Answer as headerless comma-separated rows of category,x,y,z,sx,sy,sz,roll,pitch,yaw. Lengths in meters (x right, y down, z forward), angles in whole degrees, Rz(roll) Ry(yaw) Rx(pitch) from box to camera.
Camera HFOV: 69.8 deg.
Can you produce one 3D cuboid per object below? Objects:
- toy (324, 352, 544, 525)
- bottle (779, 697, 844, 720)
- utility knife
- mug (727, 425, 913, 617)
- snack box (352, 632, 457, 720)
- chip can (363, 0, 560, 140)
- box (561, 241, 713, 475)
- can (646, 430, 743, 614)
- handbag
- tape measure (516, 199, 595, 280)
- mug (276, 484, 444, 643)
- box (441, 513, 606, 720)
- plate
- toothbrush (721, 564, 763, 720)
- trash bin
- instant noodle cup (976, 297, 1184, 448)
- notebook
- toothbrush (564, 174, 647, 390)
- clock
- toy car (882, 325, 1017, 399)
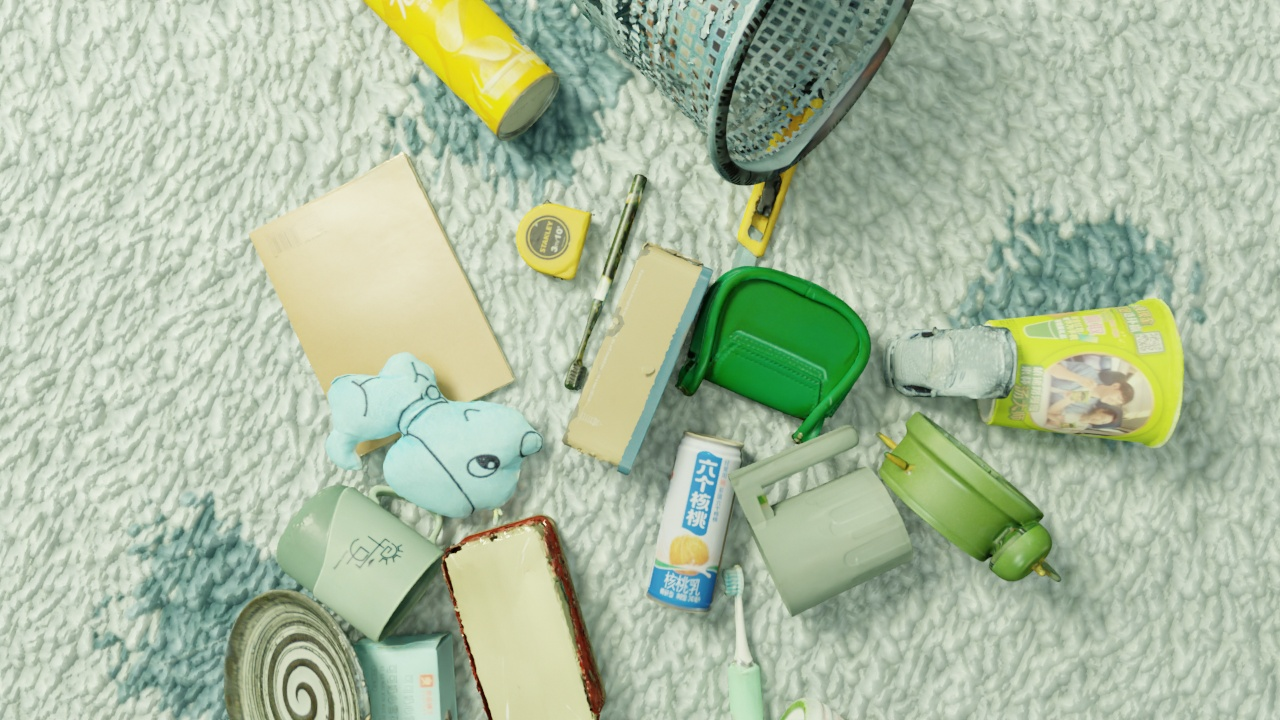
toy,-0.163,0.066,0.730,0.161,0.050,0.156,-22,98,-3
bottle,0.196,0.337,0.707,0.197,0.068,0.068,31,90,-1
utility knife,0.105,-0.129,0.745,0.033,0.015,0.215,19,91,4
mug,0.136,0.120,0.698,0.103,0.083,0.124,-24,106,0
snack box,-0.186,0.308,0.729,0.074,0.051,0.175,-4,89,3
chip can,-0.161,-0.275,0.732,0.213,0.072,0.072,45,91,2
box,-0.004,0.004,0.711,0.061,0.090,0.184,21,92,2
can,0.044,0.126,0.723,0.053,0.053,0.134,12,89,2
handbag,0.104,-0.007,0.713,0.131,0.068,0.120,22,96,-1
tape measure,-0.071,-0.098,0.745,0.057,0.029,0.060,15,89,2
mug,-0.213,0.145,0.724,0.106,0.082,0.111,35,58,6
box,-0.089,0.212,0.715,0.091,0.077,0.168,-17,89,2
plate,-0.265,0.266,0.719,0.180,0.024,0.179,1,92,34
toothbrush,0.084,0.275,0.731,0.027,0.026,0.224,-3,88,-29
trash bin,0.061,-0.273,0.659,0.195,0.226,0.226,41,90,21
instant noodle cup,0.322,0.009,0.692,0.123,0.111,0.111,1,89,10
notebook,-0.215,-0.045,0.759,0.149,0.012,0.211,-26,88,3
toothbrush,-0.027,-0.064,0.748,0.012,0.017,0.186,19,89,-28
clock,0.248,0.106,0.686,0.161,0.116,0.056,40,102,6
toy car,0.229,0.002,0.688,0.036,0.121,0.054,3,88,-24
